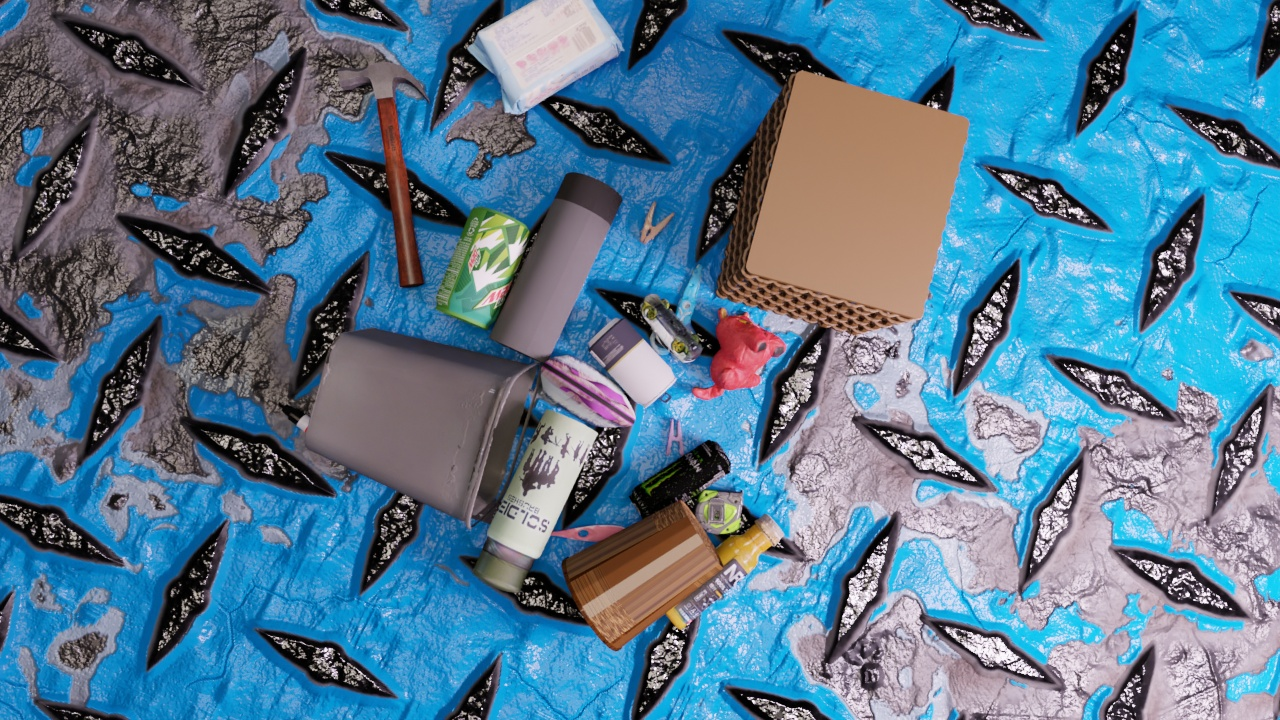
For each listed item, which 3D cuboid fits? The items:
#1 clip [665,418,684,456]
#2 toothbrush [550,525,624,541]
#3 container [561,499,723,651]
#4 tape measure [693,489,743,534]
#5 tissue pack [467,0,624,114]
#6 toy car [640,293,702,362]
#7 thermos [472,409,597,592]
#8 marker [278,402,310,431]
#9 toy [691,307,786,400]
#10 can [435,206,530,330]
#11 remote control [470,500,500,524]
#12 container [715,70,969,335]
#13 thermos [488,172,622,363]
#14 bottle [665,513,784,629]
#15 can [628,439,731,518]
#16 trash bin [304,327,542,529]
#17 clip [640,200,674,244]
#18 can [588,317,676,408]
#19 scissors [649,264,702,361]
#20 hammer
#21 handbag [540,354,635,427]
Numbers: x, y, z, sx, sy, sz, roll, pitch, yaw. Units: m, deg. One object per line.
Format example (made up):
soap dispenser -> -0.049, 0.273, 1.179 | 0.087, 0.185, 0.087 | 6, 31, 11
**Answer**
clip -> 0.052, 0.107, 1.233 | 0.041, 0.014, 0.052 | 24, 89, -2
toothbrush -> -0.084, 0.230, 1.218 | 0.135, 0.016, 0.021 | -1, 88, -3
container -> 0.007, 0.262, 1.152 | 0.167, 0.132, 0.132 | -33, 90, 3
tape measure -> 0.104, 0.201, 1.219 | 0.065, 0.036, 0.058 | 1, 88, -4
tissue pack -> -0.127, -0.415, 1.218 | 0.182, 0.070, 0.112 | -31, 89, -2
toy car -> 0.038, -0.041, 1.214 | 0.105, 0.047, 0.033 | 51, 123, 4
thermos -> -0.140, 0.181, 1.178 | 0.082, 0.082, 0.231 | 25, 81, -2
marker -> -0.416, 0.099, 1.203 | 0.145, 0.019, 0.019 | 37, 86, -1
toy -> 0.118, -0.005, 1.226 | 0.133, 0.088, 0.094 | -48, 57, 14
can -> -0.206, -0.119, 1.192 | 0.083, 0.083, 0.144 | 22, 86, -2
remote control -> -0.220, 0.192, 1.212 | 0.136, 0.015, 0.032 | 19, 86, -5
container -> 0.243, -0.185, 1.155 | 0.219, 0.214, 0.251 | 15, 87, -3
thermos -> -0.110, -0.121, 1.198 | 0.082, 0.082, 0.240 | 25, 86, -2
bottle -> 0.107, 0.275, 1.208 | 0.186, 0.053, 0.053 | -39, 90, -4
can -> 0.053, 0.159, 1.209 | 0.137, 0.054, 0.054 | -33, 90, -3
trash bin -> -0.265, 0.066, 1.128 | 0.220, 0.197, 0.197 | 18, 97, 4
clip -> 0.023, -0.183, 1.239 | 0.039, 0.024, 0.060 | 18, 96, 0
can -> -0.007, 0.007, 1.208 | 0.064, 0.064, 0.127 | -43, 90, -4
scissors -> 0.060, -0.067, 1.243 | 0.066, 0.015, 0.135 | 18, 85, 1
hammer -> -0.324, -0.246, 1.220 | 0.111, 0.028, 0.300 | -8, 88, -3
handbag -> -0.058, 0.045, 1.146 | 0.144, 0.170, 0.068 | 34, 85, -13
